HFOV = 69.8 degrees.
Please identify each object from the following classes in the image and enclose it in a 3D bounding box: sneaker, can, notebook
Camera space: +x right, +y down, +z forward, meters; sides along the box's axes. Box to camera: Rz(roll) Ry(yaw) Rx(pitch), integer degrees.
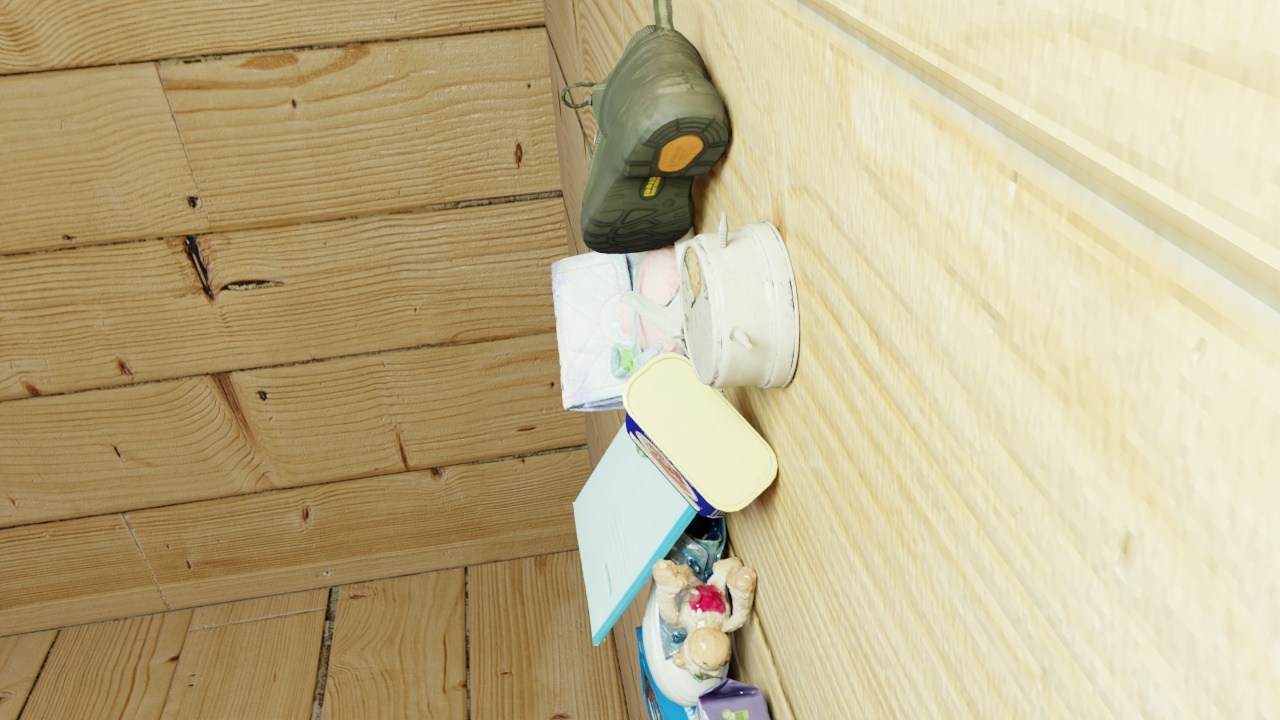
[{"bbox_3d":[0.052,0.191,0.827,0.079,0.087,0.235,158,111,-64],"label":"sneaker"},{"bbox_3d":[-0.008,-0.180,0.710,0.238,0.101,0.142,124,137,-68],"label":"sneaker"},{"bbox_3d":[0.038,0.059,0.659,0.116,0.056,0.092,48,168,10],"label":"can"},{"bbox_3d":[0.004,0.109,0.832,0.254,0.009,0.180,-58,27,27],"label":"notebook"}]

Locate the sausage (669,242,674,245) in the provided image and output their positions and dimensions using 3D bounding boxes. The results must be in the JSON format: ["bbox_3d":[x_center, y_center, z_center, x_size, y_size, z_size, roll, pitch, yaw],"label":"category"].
[{"bbox_3d":[0.030,-0.117,0.843,0.155,0.020,0.020,92,169,-55],"label":"sausage"}]

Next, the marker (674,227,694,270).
[{"bbox_3d":[0.044,-0.062,0.784,0.020,0.020,0.141,107,155,-75],"label":"marker"}]

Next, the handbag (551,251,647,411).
[{"bbox_3d":[-0.023,-0.031,0.940,0.069,0.126,0.158,112,152,-73],"label":"handbag"}]

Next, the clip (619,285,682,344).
[{"bbox_3d":[0.038,-0.040,0.730,0.055,0.101,0.045,-55,10,-5],"label":"clip"}]

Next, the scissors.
[{"bbox_3d":[-0.006,0.001,0.819,0.172,0.023,0.171,-130,39,-73],"label":"scissors"}]

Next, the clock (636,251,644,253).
[{"bbox_3d":[-0.006,-0.172,0.891,0.099,0.044,0.129,-37,-66,-65],"label":"clock"}]

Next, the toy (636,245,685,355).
[{"bbox_3d":[0.019,-0.048,0.837,0.105,0.053,0.108,145,121,-71],"label":"toy"}]

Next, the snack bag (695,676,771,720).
[{"bbox_3d":[0.090,0.357,0.716,0.096,0.058,0.205,89,169,-63],"label":"snack bag"}]

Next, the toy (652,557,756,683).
[{"bbox_3d":[0.046,0.213,0.751,0.074,0.085,0.106,-178,92,-82],"label":"toy"}]

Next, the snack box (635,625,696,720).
[{"bbox_3d":[0.053,0.392,0.930,0.239,0.056,0.195,87,164,-54],"label":"snack box"}]

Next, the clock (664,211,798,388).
[{"bbox_3d":[0.051,-0.026,0.585,0.157,0.061,0.103,113,149,-74],"label":"clock"}]
